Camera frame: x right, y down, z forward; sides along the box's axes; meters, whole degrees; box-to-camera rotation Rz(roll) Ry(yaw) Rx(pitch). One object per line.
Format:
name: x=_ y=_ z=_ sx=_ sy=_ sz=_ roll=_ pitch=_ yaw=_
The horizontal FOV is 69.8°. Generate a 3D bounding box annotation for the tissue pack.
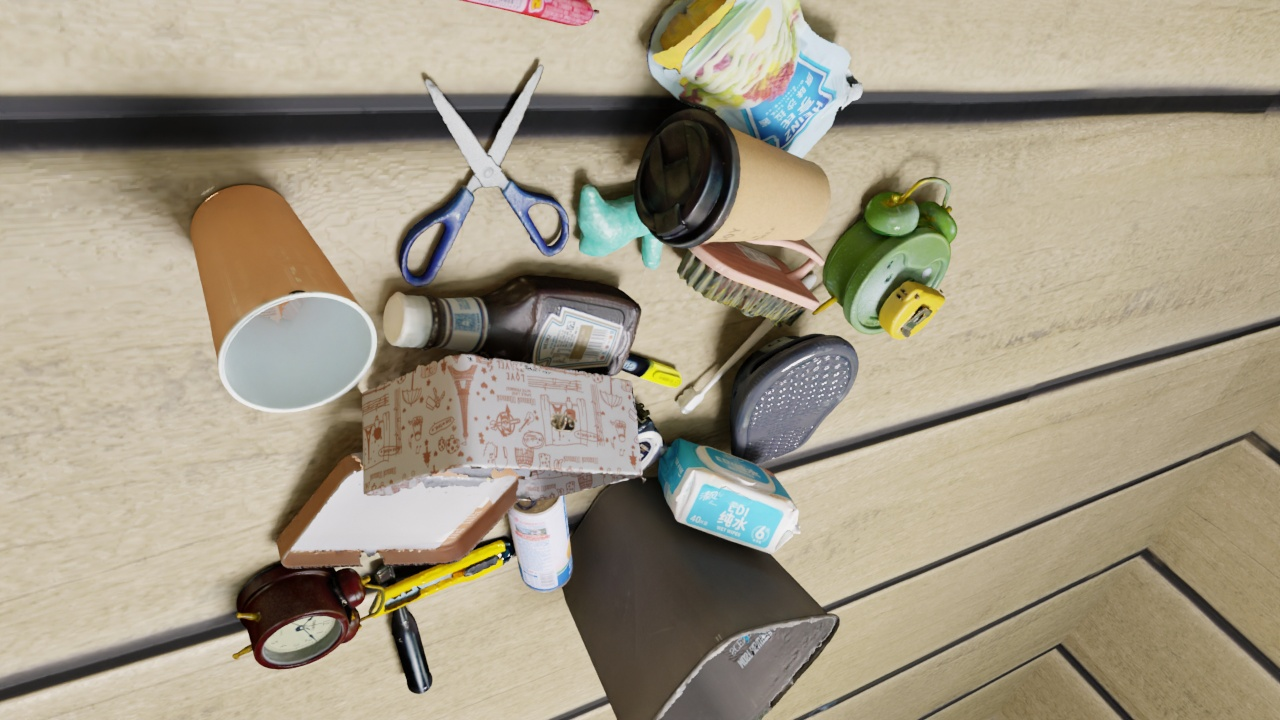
tissue pack: x=0.086 y=0.131 z=0.910 sx=0.140 sy=0.090 sz=0.063 roll=22 pitch=103 yaw=-16

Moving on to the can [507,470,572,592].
can: x=-0.094 y=0.162 z=0.863 sx=0.053 sy=0.053 sz=0.135 roll=-23 pitch=141 yaw=-19

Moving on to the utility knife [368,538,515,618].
utility knife: x=-0.179 y=0.201 z=0.849 sx=0.154 sy=0.015 sz=0.033 roll=-17 pitch=129 yaw=-38

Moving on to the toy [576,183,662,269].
toy: x=-0.005 y=-0.100 z=0.680 sx=0.091 sy=0.030 sz=0.097 roll=-19 pitch=142 yaw=-20

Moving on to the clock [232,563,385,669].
clock: x=-0.273 y=0.208 z=0.761 sx=0.121 sy=0.055 sz=0.082 roll=-5 pitch=132 yaw=-33

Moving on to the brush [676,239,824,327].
brush: x=0.091 y=-0.079 z=0.755 sx=0.145 sy=0.063 sz=0.073 roll=14 pitch=123 yaw=-45

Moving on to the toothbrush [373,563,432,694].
toothbrush: x=-0.226 y=0.256 z=0.877 sx=0.027 sy=0.026 sz=0.213 roll=-37 pitch=145 yaw=-33

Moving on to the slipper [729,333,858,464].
slipper: x=0.129 y=0.028 z=0.899 sx=0.110 sy=0.083 sz=0.269 roll=-16 pitch=157 yaw=-9

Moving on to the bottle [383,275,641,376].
bottle: x=-0.091 y=-0.025 z=0.676 sx=0.194 sy=0.044 sz=0.080 roll=2 pitch=118 yaw=-39

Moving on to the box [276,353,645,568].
box: x=-0.145 y=0.088 z=0.715 sx=0.177 sy=0.106 sz=0.273 roll=11 pitch=144 yaw=-46

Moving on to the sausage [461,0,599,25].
sausage: x=-0.087 y=-0.206 z=0.507 sx=0.155 sy=0.020 sz=0.020 roll=-3 pitch=131 yaw=-38

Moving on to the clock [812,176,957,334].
clock: x=0.237 y=-0.099 z=0.859 sx=0.116 sy=0.056 sz=0.162 roll=2 pitch=128 yaw=-42

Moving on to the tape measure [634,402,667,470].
tape measure: x=-0.013 y=0.078 z=0.860 sx=0.066 sy=0.033 sz=0.066 roll=-35 pitch=142 yaw=-8

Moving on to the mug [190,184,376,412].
mug: x=-0.202 y=-0.040 z=0.501 sx=0.078 sy=0.122 sz=0.078 roll=-22 pitch=140 yaw=-20

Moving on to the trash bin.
trash bin: x=0.042 y=0.248 z=0.930 sx=0.198 sy=0.219 sz=0.199 roll=7 pitch=124 yaw=-43

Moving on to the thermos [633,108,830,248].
thermos: x=0.067 y=-0.121 z=0.649 sx=0.143 sy=0.093 sz=0.093 roll=2 pitch=128 yaw=-42

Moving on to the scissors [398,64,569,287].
scissors: x=-0.102 y=-0.112 z=0.601 sx=0.162 sy=0.012 sz=0.176 roll=-42 pitch=143 yaw=6

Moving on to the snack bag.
snack bag: x=0.087 y=-0.199 z=0.646 sx=0.110 sy=0.039 sz=0.191 roll=-49 pitch=144 yaw=11

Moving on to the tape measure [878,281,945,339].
tape measure: x=0.253 y=-0.045 z=0.857 sx=0.060 sy=0.029 sz=0.057 roll=9 pitch=125 yaw=-44

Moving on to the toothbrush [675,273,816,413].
toothbrush: x=0.100 y=-0.017 z=0.870 sx=0.180 sy=0.016 sz=0.016 roll=-46 pitch=145 yaw=6

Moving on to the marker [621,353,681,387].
marker: x=-0.005 y=0.005 z=0.803 sx=0.124 sy=0.015 sz=0.018 roll=20 pitch=110 yaw=-47
